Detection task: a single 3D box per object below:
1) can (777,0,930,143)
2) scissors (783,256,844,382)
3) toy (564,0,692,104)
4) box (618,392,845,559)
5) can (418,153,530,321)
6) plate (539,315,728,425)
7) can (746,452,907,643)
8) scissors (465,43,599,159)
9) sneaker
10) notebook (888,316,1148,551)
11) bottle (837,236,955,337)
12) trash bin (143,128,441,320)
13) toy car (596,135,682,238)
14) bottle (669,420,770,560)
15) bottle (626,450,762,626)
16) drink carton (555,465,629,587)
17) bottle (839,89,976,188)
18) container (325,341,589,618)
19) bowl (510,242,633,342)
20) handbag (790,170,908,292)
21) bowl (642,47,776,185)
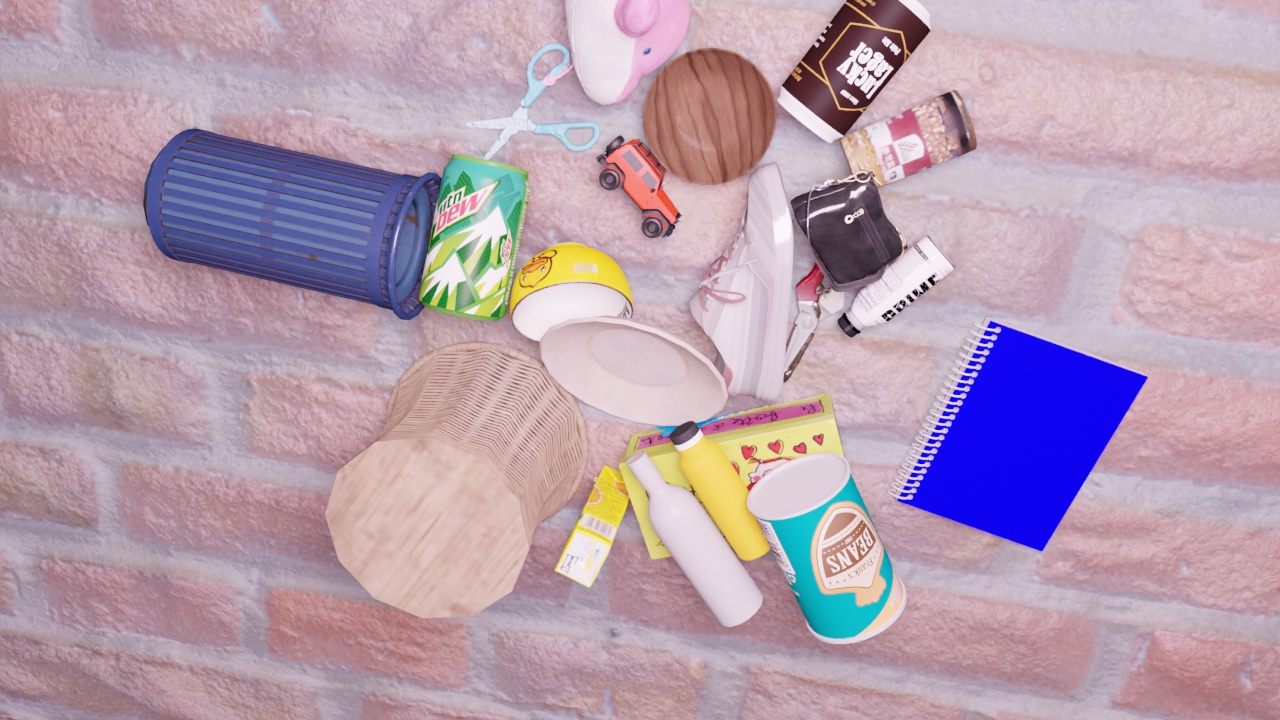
[{"bbox_3d":[0.182,-0.257,0.786,0.072,0.071,0.129,36,111,-7],"label":"can"},{"bbox_3d":[0.170,-0.068,0.890,0.189,0.015,0.140,-35,104,18],"label":"scissors"},{"bbox_3d":[0.002,-0.341,0.758,0.127,0.186,0.266,-18,138,-24],"label":"toy"},{"bbox_3d":[0.100,0.119,0.938,0.221,0.079,0.124,-12,109,11],"label":"box"},{"bbox_3d":[-0.155,-0.115,0.866,0.083,0.083,0.144,13,96,3],"label":"can"},{"bbox_3d":[-0.005,0.006,0.895,0.189,0.027,0.189,14,150,8],"label":"plate"},{"bbox_3d":[0.174,0.173,0.853,0.099,0.099,0.144,-23,107,15],"label":"can"},{"bbox_3d":[-0.095,-0.225,0.872,0.118,0.015,0.139,43,116,-8],"label":"scissors"},{"bbox_3d":[0.090,-0.067,0.858,0.089,0.099,0.236,0,116,2],"label":"sneaker"},{"bbox_3d":[0.369,0.076,0.915,0.171,0.022,0.209,19,112,-1],"label":"notebook"},{"bbox_3d":[0.238,-0.065,0.867,0.116,0.041,0.041,-41,100,19],"label":"bottle"},{"bbox_3d":[-0.324,-0.133,0.870,0.249,0.139,0.139,13,112,5],"label":"trash bin"},{"bbox_3d":[0.003,-0.162,0.857,0.049,0.051,0.100,-38,101,21],"label":"toy car"},{"bbox_3d":[0.077,0.123,0.880,0.043,0.043,0.143,-29,104,17],"label":"bottle"},{"bbox_3d":[0.048,0.171,0.899,0.052,0.052,0.195,-29,105,17],"label":"bottle"},{"bbox_3d":[-0.045,0.167,0.945,0.043,0.134,0.059,26,114,0],"label":"drink carton"},{"bbox_3d":[0.235,-0.192,0.811,0.105,0.056,0.056,-20,107,15],"label":"bottle"},{"bbox_3d":[-0.180,0.120,0.912,0.227,0.195,0.227,3,111,7],"label":"container"},{"bbox_3d":[-0.068,-0.070,0.884,0.117,0.067,0.117,-5,152,-3],"label":"bowl"},{"bbox_3d":[0.189,-0.114,0.815,0.079,0.054,0.128,-27,135,18],"label":"handbag"},{"bbox_3d":[0.063,-0.223,0.836,0.119,0.032,0.119,3,111,7],"label":"bowl"}]
